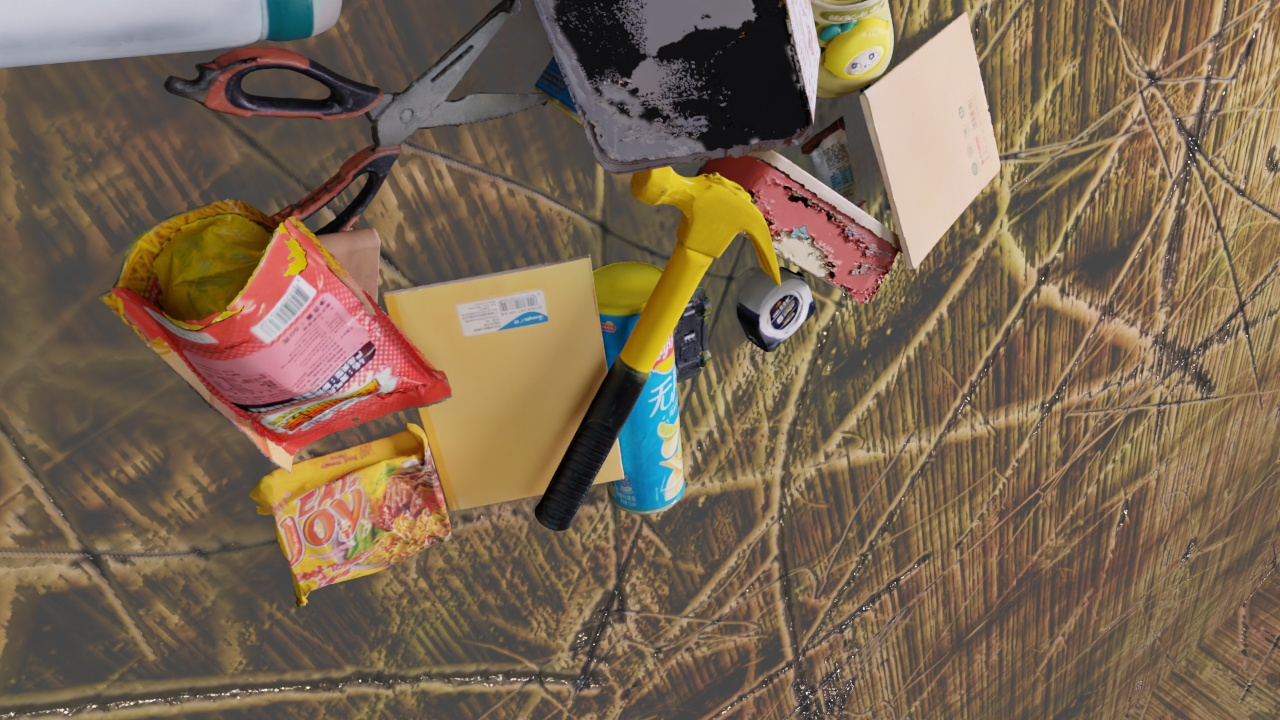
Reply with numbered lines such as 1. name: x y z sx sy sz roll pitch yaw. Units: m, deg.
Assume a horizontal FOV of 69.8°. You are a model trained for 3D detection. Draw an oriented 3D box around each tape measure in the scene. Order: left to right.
1. tape measure: 0.119 -0.050 0.816 0.065 0.033 0.066 -40 136 -11

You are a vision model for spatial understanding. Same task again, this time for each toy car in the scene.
1. toy car: 0.034 -0.024 0.767 0.043 0.036 0.091 -22 127 -26

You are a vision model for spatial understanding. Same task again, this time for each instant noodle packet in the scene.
1. instant noodle packet: -0.207 0.113 0.672 0.128 0.044 0.111 -21 124 -25

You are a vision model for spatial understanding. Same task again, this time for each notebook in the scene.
1. notebook: -0.094 0.025 0.685 0.146 0.010 0.207 -11 126 -4
2. notebook: 0.248 -0.187 0.762 0.207 0.008 0.148 -42 119 -38

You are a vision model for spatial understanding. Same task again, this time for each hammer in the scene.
1. hammer: -0.004 0.004 0.665 0.128 0.032 0.301 16 116 -27

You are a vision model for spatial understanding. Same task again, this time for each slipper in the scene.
1. slipper: 0.133 -0.263 0.649 0.092 0.081 0.190 -25 132 6

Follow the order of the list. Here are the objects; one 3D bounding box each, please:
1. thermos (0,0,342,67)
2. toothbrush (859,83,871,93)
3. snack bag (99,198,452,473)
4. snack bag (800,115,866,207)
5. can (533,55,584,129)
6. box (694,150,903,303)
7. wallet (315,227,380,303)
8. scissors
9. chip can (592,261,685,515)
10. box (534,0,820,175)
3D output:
1. thermos: -0.257 -0.177 0.430 0.223 0.073 0.073 -16 126 -28
2. toothbrush: 0.171 -0.256 0.737 0.016 0.014 0.189 -55 136 -18
3. snack bag: -0.206 -0.004 0.550 0.128 0.073 0.208 -26 150 -3
4. snack bag: 0.166 -0.157 0.786 0.048 0.026 0.104 -34 132 -2
5. can: -0.010 -0.188 0.617 0.102 0.057 0.083 28 101 -43
6. box: 0.121 -0.103 0.730 0.168 0.091 0.078 23 101 -33
7. wallet: -0.216 -0.029 0.577 0.101 0.020 0.115 -13 138 -29
8. scissors: -0.156 -0.133 0.531 0.224 0.015 0.189 -8 142 -36
9. chip can: -0.004 0.028 0.747 0.071 0.071 0.210 -23 129 -23
10. box: 0.017 -0.226 0.515 0.182 0.150 0.165 66 30 -42
